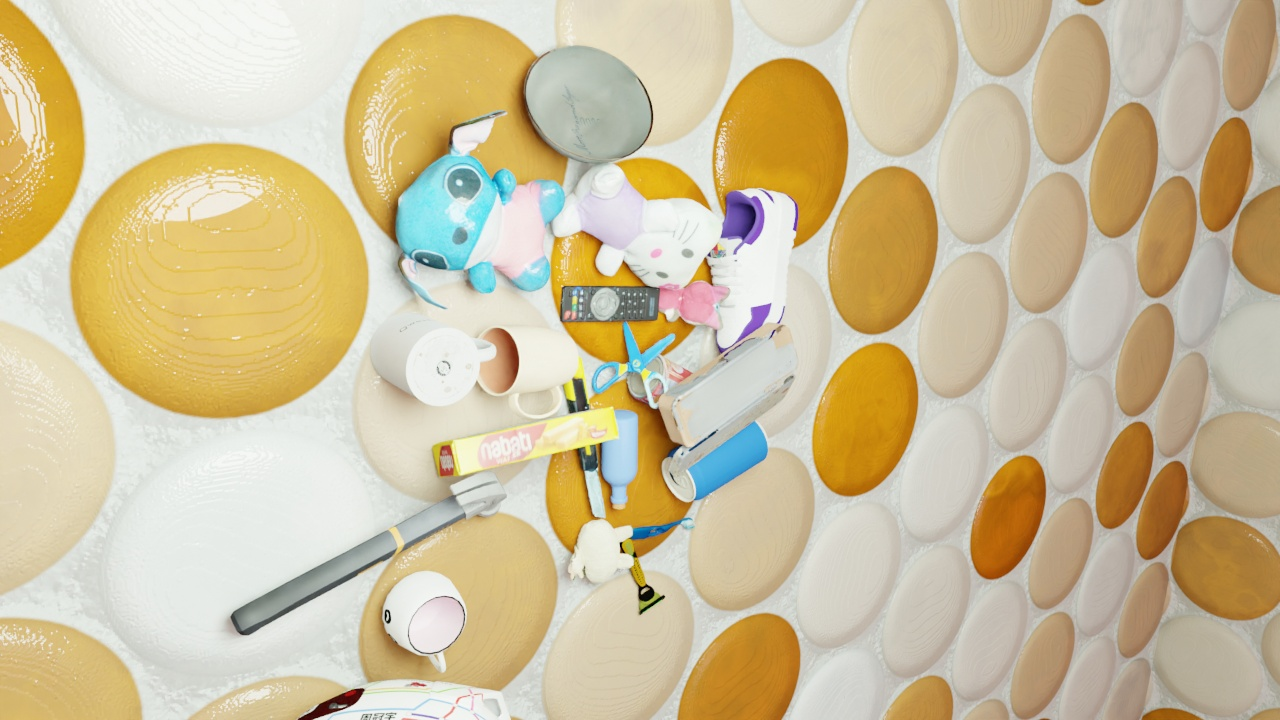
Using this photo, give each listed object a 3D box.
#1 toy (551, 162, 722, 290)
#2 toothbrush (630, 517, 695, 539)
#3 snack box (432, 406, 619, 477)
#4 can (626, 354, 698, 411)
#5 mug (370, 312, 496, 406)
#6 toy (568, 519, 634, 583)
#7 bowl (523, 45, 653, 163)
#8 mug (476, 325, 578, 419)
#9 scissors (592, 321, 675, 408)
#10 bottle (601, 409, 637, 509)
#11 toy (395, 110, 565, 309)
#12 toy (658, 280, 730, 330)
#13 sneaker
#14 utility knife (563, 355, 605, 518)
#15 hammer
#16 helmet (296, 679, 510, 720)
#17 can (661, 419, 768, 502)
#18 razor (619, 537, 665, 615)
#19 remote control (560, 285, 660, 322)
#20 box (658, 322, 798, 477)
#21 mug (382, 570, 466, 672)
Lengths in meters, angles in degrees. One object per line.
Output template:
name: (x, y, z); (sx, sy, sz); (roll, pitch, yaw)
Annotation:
toy: (-0.003, -0.162, 1.122); (0.209, 0.085, 0.138); (24, 128, -36)
toothbrush: (0.026, 0.240, 1.303); (0.132, 0.016, 0.021); (-3, 124, -37)
snack box: (-0.133, 0.094, 1.073); (0.200, 0.092, 0.042); (-11, 88, -28)
can: (0.047, 0.041, 1.232); (0.124, 0.067, 0.066); (28, 85, -39)
mug: (-0.217, -0.006, 0.995); (0.119, 0.096, 0.083); (-11, 109, -35)
toy: (-0.057, 0.255, 1.221); (0.112, 0.050, 0.087); (-13, 104, -29)
bowl: (-0.065, -0.281, 1.048); (0.150, 0.057, 0.150); (6, 71, -19)
mug: (-0.127, 0.013, 1.073); (0.104, 0.085, 0.111); (-4, 82, -48)
scissors: (-0.002, 0.009, 1.174); (0.125, 0.130, 0.014); (-40, 162, 0)
bottle: (-0.028, 0.133, 1.212); (0.048, 0.048, 0.131); (-10, 108, -36)
toy: (-0.167, -0.160, 0.991); (0.191, 0.099, 0.224); (5, 113, -44)
toy: (0.067, -0.080, 1.229); (0.102, 0.050, 0.065); (11, 105, -4)
sneaker: (0.135, -0.120, 1.245); (0.111, 0.092, 0.244); (12, 91, -38)
utility knife: (-0.070, 0.102, 1.183); (0.028, 0.020, 0.234); (-21, 112, -29)
hammer: (-0.291, 0.210, 1.008); (0.312, 0.140, 0.035); (-27, 77, -19)
helmet: (-0.281, 0.467, 0.990); (0.314, 0.236, 0.231); (-9, 101, -2)
can: (0.108, 0.136, 1.297); (0.145, 0.079, 0.079); (-27, 117, -30)
razor: (-0.003, 0.299, 1.292); (0.044, 0.021, 0.144); (-30, 124, -17)
remote control: (-0.038, -0.072, 1.166); (0.140, 0.021, 0.045); (-2, 103, -32)
box: (0.120, 0.055, 1.210); (0.216, 0.071, 0.157); (-33, 146, -27)
mug: (-0.250, 0.306, 1.069); (0.090, 0.076, 0.124); (-21, 114, -32)
